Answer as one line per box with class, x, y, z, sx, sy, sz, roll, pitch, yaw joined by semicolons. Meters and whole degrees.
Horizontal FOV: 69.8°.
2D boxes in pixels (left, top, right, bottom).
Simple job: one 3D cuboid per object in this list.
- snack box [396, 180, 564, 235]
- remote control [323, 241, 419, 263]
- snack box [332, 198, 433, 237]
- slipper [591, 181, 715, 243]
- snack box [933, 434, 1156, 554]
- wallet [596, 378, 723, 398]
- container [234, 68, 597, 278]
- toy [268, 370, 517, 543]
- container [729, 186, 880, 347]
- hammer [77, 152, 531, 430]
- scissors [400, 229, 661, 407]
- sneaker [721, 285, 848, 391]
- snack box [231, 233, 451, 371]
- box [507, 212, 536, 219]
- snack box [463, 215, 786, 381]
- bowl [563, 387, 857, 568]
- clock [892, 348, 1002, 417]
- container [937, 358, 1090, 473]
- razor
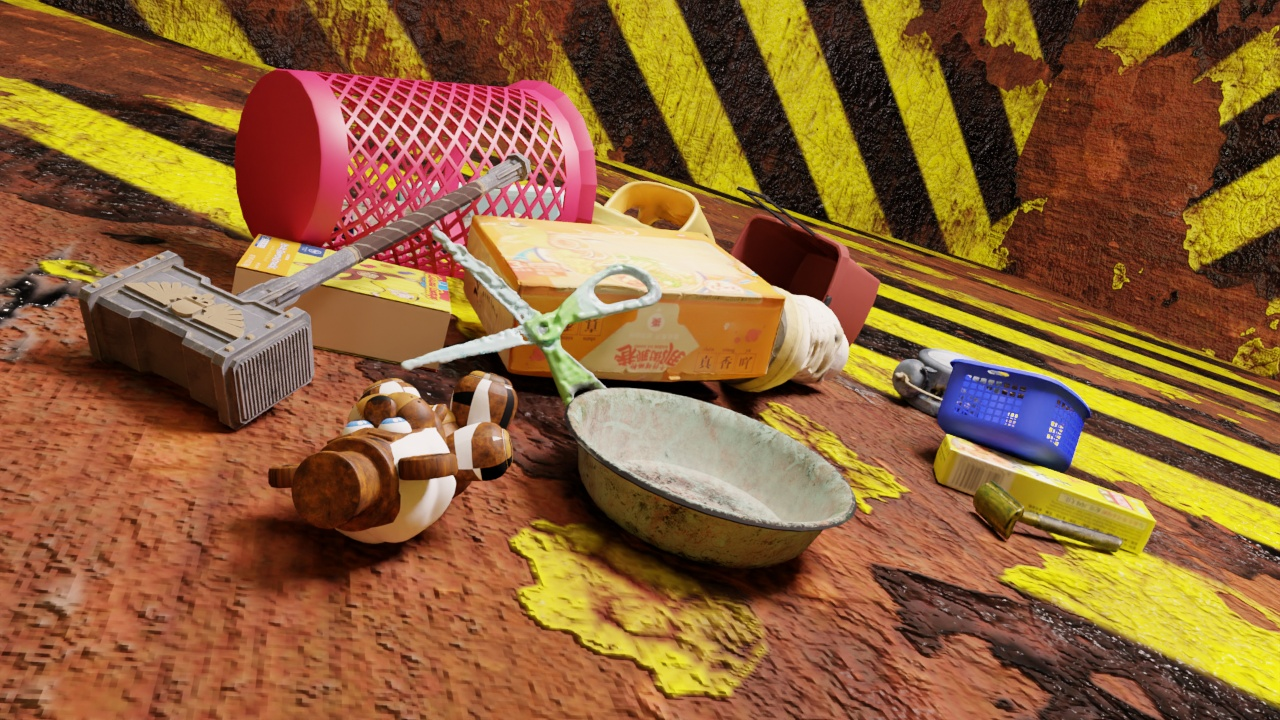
snack box;-0.158;-0.157;0.956;0.175;0.053;0.075;3;13;7
remote control;-0.235;-0.089;0.769;0.038;0.018;0.125;23;17;21
snack box;-0.260;-0.133;0.848;0.082;0.026;0.149;7;13;13
slipper;0.010;-0.145;0.947;0.099;0.078;0.263;22;8;25
snack box;0.291;0.096;0.668;0.148;0.029;0.040;20;16;9
wallet;-0.004;0.004;0.703;0.115;0.018;0.091;2;22;-33
container;-0.179;-0.144;0.718;0.183;0.183;0.225;29;22;37
toy;-0.101;0.040;0.381;0.087;0.067;0.112;-5;-2;12
container;0.152;-0.092;0.989;0.200;0.127;0.148;15;12;-46
hammer;-0.155;-0.073;0.551;0.098;0.044;0.320;22;36;17
scissors;-0.057;-0.021;0.551;0.171;0.168;0.023;46;-22;-7
sneaker;0.130;-0.010;0.783;0.102;0.089;0.241;25;11;-1
snack box;-0.192;-0.039;0.596;0.125;0.040;0.088;12;16;-18
box;-0.047;-0.079;0.835;0.188;0.078;0.089;24;17;26
snack box;-0.018;-0.041;0.668;0.195;0.081;0.145;1;25;-24
bowl;0.032;0.063;0.484;0.157;0.039;0.157;16;15;-5
clock;0.292;0.027;0.871;0.090;0.052;0.129;28;23;33
container;0.291;0.047;0.721;0.096;0.058;0.114;15;-8;42
razor;0.280;0.112;0.619;0.106;0.026;0.042;17;13;-14
